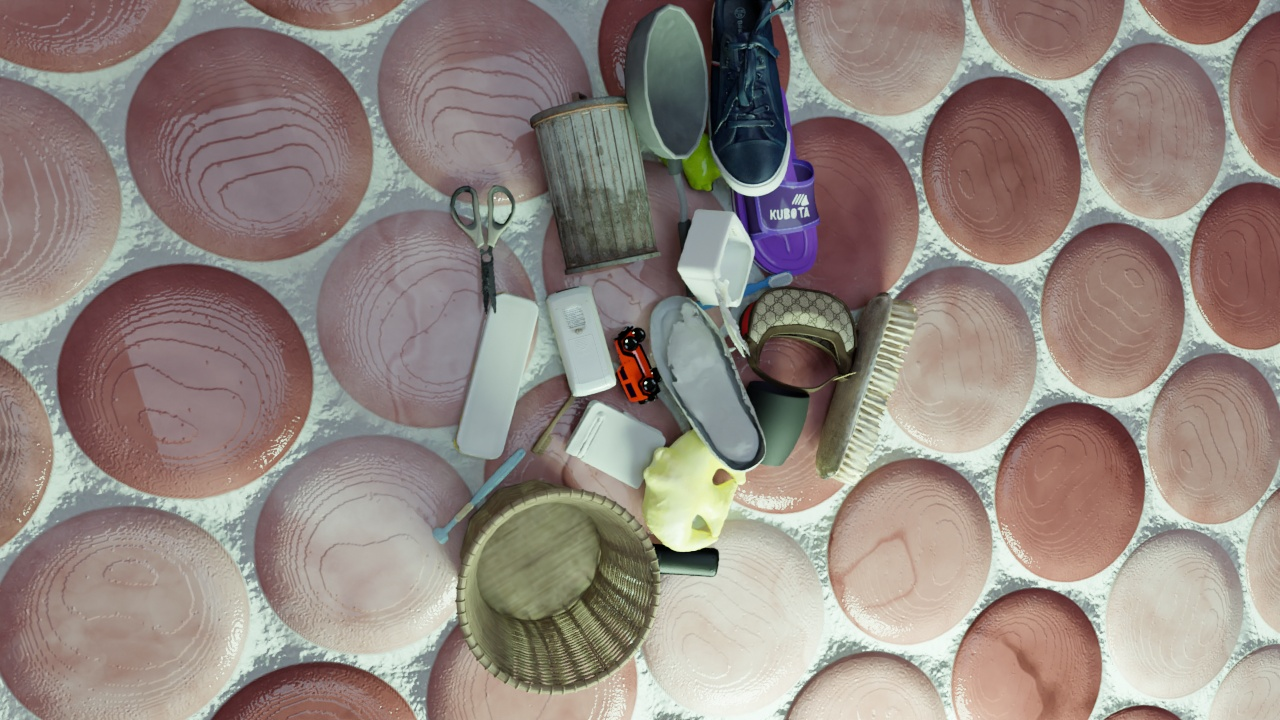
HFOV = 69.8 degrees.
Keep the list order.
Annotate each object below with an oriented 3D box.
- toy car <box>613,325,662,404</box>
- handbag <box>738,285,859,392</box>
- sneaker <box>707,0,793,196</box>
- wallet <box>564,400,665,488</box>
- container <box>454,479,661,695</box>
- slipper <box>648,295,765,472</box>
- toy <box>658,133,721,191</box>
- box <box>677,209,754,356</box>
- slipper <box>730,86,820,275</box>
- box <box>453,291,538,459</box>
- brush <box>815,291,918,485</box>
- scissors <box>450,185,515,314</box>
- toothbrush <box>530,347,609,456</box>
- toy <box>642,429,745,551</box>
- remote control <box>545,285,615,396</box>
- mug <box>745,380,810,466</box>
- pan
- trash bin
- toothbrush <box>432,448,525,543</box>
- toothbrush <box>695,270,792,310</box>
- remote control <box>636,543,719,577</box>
[{"bbox_3d":[-0.007,0.007,1.185,0.049,0.051,0.100,-21,101,19],"label":"toy car"},{"bbox_3d":[0.215,-0.024,1.226,0.166,0.063,0.138,7,73,-16],"label":"handbag"},{"bbox_3d":[0.136,-0.357,1.143,0.121,0.127,0.294,-5,81,9],"label":"sneaker"},{"bbox_3d":[-0.033,0.107,1.197,0.116,0.032,0.086,32,94,-16],"label":"wallet"},{"bbox_3d":[-0.113,0.250,1.091,0.226,0.196,0.227,0,92,-16],"label":"container"},{"bbox_3d":[0.087,0.029,1.182,0.112,0.075,0.246,-24,80,-17],"label":"slipper"},{"bbox_3d":[0.069,-0.270,1.208,0.093,0.036,0.094,3,87,-9],"label":"toy"},{"bbox_3d":[0.097,-0.094,1.159,0.083,0.110,0.190,-9,63,23],"label":"box"},{"bbox_3d":[0.181,-0.243,1.213,0.107,0.084,0.266,-12,95,-15],"label":"slipper"},{"bbox_3d":[-0.181,0.019,1.152,0.064,0.033,0.209,15,89,-17],"label":"box"},{"bbox_3d":[0.306,0.038,1.258,0.056,0.083,0.271,20,86,-14],"label":"brush"},{"bbox_3d":[-0.181,-0.143,1.139,0.131,0.013,0.169,-34,87,-16],"label":"scissors"},{"bbox_3d":[-0.088,0.051,1.185,0.016,0.016,0.166,36,83,-13],"label":"toothbrush"},{"bbox_3d":[0.066,0.163,1.207,0.155,0.065,0.170,34,77,-29],"label":"toy"},{"bbox_3d":[-0.076,-0.025,1.169,0.060,0.025,0.138,-15,87,-5],"label":"remote control"},{"bbox_3d":[0.159,0.082,1.228,0.119,0.084,0.100,13,100,14],"label":"mug"},{"bbox_3d":[0.040,-0.250,1.137,0.178,0.041,0.358,-42,129,-53],"label":"pan"},{"bbox_3d":[-0.054,-0.221,1.127,0.130,0.131,0.211,-13,97,-15],"label":"trash bin"},{"bbox_3d":[-0.201,0.169,1.158,0.022,0.016,0.155,45,80,-2],"label":"toothbrush"},{"bbox_3d":[0.126,-0.087,1.228,0.166,0.014,0.016,-19,113,-6],"label":"toothbrush"},{"bbox_3d":[0.034,0.267,1.224,0.151,0.020,0.041,7,91,-17],"label":"remote control"}]
